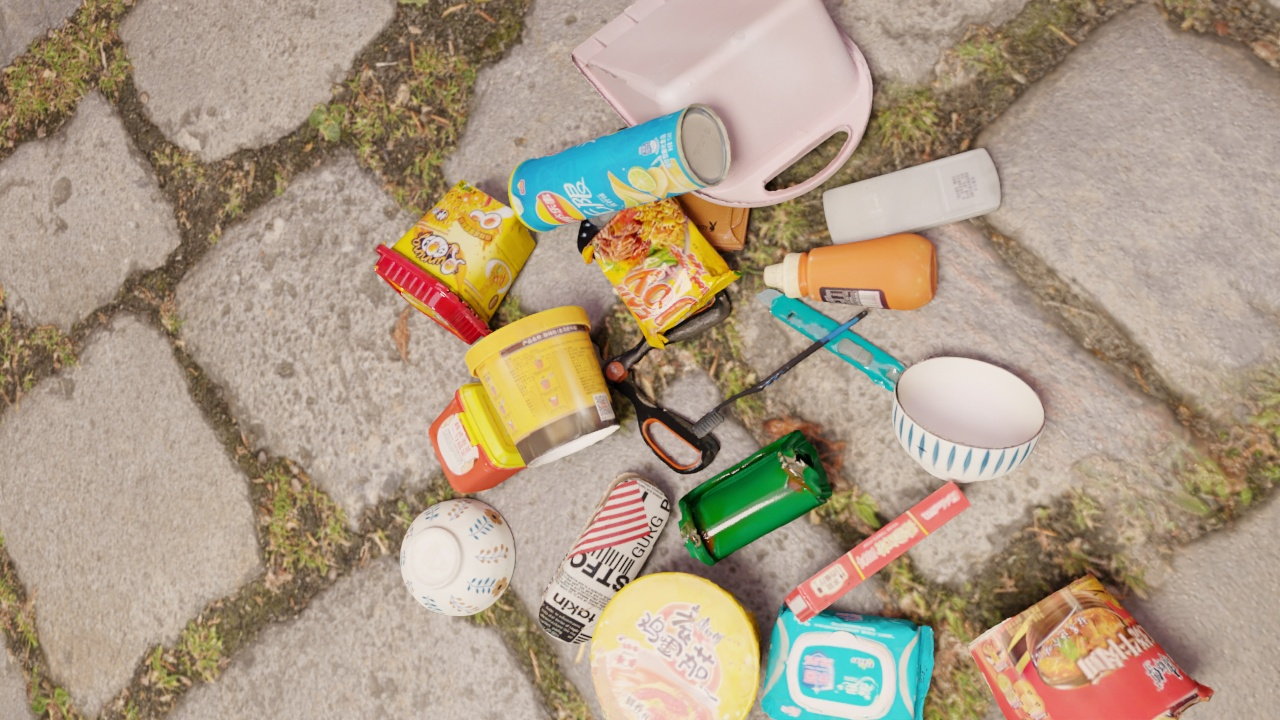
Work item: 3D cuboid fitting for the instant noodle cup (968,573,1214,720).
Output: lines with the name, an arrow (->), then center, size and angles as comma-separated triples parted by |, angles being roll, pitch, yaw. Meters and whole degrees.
instant noodle cup -> 0.319, 0.232, 0.677 | 0.138, 0.138, 0.108 | -35, 63, 8

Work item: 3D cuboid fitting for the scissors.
scissors -> -0.004, 0.009, 0.871 | 0.221, 0.021, 0.233 | -47, 71, 4

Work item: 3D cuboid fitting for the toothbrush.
toothbrush -> 0.124, 0.013, 0.818 | 0.189, 0.014, 0.016 | -35, 77, 5

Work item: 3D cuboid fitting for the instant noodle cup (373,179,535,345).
instant noodle cup -> -0.176, -0.099, 0.904 | 0.116, 0.116, 0.123 | 33, 79, 20

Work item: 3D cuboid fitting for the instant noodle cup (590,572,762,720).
instant noodle cup -> 0.040, 0.244, 0.768 | 0.138, 0.109, 0.138 | -3, 79, 16

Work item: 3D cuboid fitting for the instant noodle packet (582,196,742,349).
instant noodle packet -> 0.017, -0.088, 0.846 | 0.111, 0.044, 0.128 | -40, 72, 14

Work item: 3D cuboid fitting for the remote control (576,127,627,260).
remote control -> -0.024, -0.163, 0.906 | 0.053, 0.024, 0.136 | 18, 89, 23

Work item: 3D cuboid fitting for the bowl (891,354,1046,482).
bowl -> 0.260, 0.056, 0.745 | 0.116, 0.116, 0.066 | 16, 130, 19

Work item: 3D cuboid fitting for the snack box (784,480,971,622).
snack box -> 0.187, 0.154, 0.732 | 0.152, 0.075, 0.025 | -31, 71, -11

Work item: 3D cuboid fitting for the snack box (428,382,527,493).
snack box -> -0.152, 0.076, 0.873 | 0.080, 0.081, 0.091 | -38, 70, 27

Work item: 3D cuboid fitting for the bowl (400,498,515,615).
bowl -> -0.183, 0.187, 0.875 | 0.114, 0.062, 0.113 | -4, 78, 17

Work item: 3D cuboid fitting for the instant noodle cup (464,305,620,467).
instant noodle cup -> -0.082, 0.027, 0.830 | 0.118, 0.118, 0.114 | -27, 80, 11

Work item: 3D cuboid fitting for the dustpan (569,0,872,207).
dustpan -> 0.084, -0.269, 0.878 | 0.222, 0.139, 0.273 | -35, 39, 5

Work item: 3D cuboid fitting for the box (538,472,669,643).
box -> -0.033, 0.179, 0.842 | 0.075, 0.082, 0.163 | 30, 89, -14

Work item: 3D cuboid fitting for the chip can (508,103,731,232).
chip can -> -0.024, -0.168, 0.818 | 0.211, 0.071, 0.071 | -6, 77, 42

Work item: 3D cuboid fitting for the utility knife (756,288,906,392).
utility knife -> 0.174, -0.019, 0.824 | 0.166, 0.013, 0.029 | 34, 86, 20

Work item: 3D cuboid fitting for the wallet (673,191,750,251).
wallet -> 0.059, -0.171, 0.880 | 0.108, 0.031, 0.131 | 7, 84, 20

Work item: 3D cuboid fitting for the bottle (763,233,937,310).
bottle -> 0.182, -0.076, 0.810 | 0.150, 0.066, 0.066 | 1, 80, 25

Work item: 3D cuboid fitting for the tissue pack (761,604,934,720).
tissue pack -> 0.171, 0.256, 0.756 | 0.134, 0.050, 0.093 | 3, 80, 18

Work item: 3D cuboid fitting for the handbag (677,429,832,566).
handbag -> 0.094, 0.115, 0.770 | 0.131, 0.120, 0.068 | -31, 78, 8

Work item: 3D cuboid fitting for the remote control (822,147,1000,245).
remote control -> 0.241, -0.143, 0.821 | 0.150, 0.021, 0.058 | -13, 76, 15
